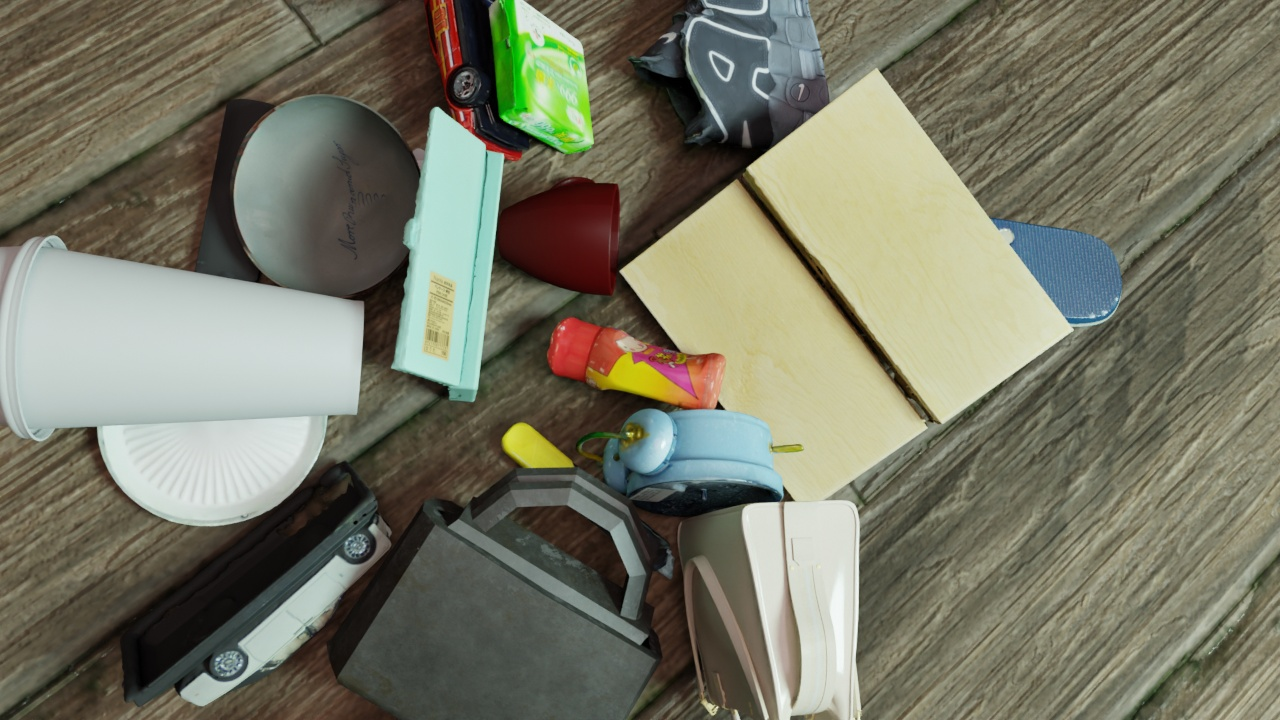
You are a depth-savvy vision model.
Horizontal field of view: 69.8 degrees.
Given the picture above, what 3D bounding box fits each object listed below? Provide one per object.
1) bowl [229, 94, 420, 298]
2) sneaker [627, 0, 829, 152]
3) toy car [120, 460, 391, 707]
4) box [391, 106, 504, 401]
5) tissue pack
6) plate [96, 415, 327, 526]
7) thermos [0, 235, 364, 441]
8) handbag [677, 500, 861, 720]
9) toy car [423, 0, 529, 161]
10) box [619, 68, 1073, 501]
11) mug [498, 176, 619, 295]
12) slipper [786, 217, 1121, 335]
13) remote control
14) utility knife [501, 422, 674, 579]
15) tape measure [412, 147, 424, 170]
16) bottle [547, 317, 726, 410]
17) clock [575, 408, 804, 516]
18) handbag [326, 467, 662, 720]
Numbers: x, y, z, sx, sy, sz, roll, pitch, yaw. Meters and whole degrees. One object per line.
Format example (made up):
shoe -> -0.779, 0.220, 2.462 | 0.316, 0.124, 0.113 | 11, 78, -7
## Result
bowl -> -0.223, -0.119, 0.685 | 0.151, 0.056, 0.151 | 1, 95, 11
sneaker -> 0.058, -0.286, 0.767 | 0.150, 0.097, 0.252 | -11, 88, -11
toy car -> -0.254, 0.164, 0.637 | 0.191, 0.094, 0.071 | -42, 121, -17
box -> -0.131, -0.070, 0.669 | 0.052, 0.139, 0.186 | 4, 80, 2
tissue pack -> -0.078, -0.224, 0.725 | 0.034, 0.113, 0.099 | -12, 81, 27
plate -> -0.311, 0.042, 0.672 | 0.157, 0.014, 0.157 | 2, 80, -12
thermos -> -0.304, -0.009, 0.617 | 0.221, 0.132, 0.131 | 4, 79, -18
handbag -> 0.088, 0.202, 0.633 | 0.101, 0.195, 0.197 | 0, 77, -11
toy car -> -0.131, -0.254, 0.729 | 0.056, 0.081, 0.189 | -16, 80, 26
box -> 0.155, -0.049, 0.724 | 0.254, 0.068, 0.247 | -37, 89, 14
mug -> -0.063, -0.107, 0.724 | 0.088, 0.087, 0.113 | 3, 51, 3
slipper -> 0.254, -0.071, 0.784 | 0.295, 0.060, 0.118 | 2, 79, 1
remote control -> -0.304, -0.130, 0.700 | 0.045, 0.021, 0.140 | 7, 81, -10
utility knife -> -0.037, 0.110, 0.715 | 0.172, 0.020, 0.028 | 40, 76, -2
tape measure -> -0.174, -0.130, 0.727 | 0.060, 0.020, 0.062 | 44, 76, 4
bottle -> -0.004, 0.004, 0.708 | 0.134, 0.071, 0.048 | 15, 103, 9
clock -> 0.031, 0.077, 0.686 | 0.162, 0.118, 0.060 | 9, 67, -17
handbag -> -0.082, 0.170, 0.652 | 0.197, 0.102, 0.199 | 33, 92, -5
